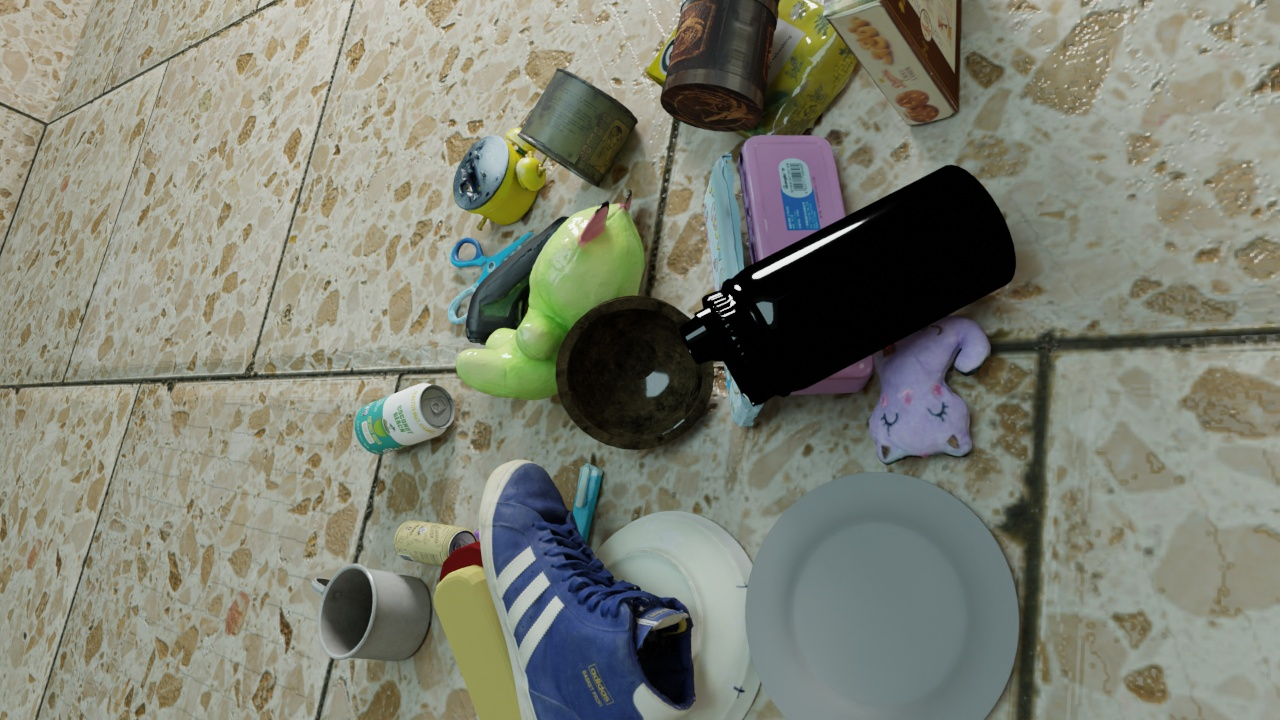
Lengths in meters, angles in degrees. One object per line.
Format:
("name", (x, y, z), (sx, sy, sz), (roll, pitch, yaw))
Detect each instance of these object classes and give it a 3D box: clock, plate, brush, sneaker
("clock", (-0.139, -0.191, 0.939), (0.119, 0.057, 0.083), (-37, 52, 24))
("plate", (0.007, 0.199, 0.676), (0.183, 0.034, 0.182), (-16, 63, 35))
("brush", (-0.109, 0.227, 0.713), (0.082, 0.041, 0.173), (-36, 74, 40))
("plate", (0.148, 0.160, 0.584), (0.179, 0.012, 0.178), (-15, 64, 32))
("sneaker", (-0.034, 0.154, 0.641), (0.119, 0.091, 0.232), (-33, 55, 32))

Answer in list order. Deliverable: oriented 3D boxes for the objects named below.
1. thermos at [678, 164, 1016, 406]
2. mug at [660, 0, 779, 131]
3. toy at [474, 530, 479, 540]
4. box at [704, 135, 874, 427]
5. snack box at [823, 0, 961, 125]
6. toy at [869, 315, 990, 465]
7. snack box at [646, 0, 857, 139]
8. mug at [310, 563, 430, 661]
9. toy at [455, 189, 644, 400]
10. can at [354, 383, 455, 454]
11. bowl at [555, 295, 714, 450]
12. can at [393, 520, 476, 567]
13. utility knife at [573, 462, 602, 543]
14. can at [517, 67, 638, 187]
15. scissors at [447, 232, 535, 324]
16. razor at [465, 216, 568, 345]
("thermos", (0.125, -0.041, 0.584), (0.198, 0.086, 0.086), (-27, 53, -2))
("mug", (0.057, -0.245, 0.734), (0.116, 0.080, 0.107), (-9, 68, 65))
("toy", (-0.100, 0.172, 0.761), (0.106, 0.055, 0.088), (-51, 55, 39))
("box", (0.107, -0.060, 0.701), (0.090, 0.091, 0.213), (-2, 65, -6))
("snack box", (0.181, -0.265, 0.641), (0.041, 0.143, 0.146), (-6, 69, 37))
("toy", (0.188, 0.017, 0.597), (0.080, 0.036, 0.099), (-10, 66, 27))
("snack box", (0.094, -0.257, 0.778), (0.121, 0.045, 0.181), (-53, 48, 11))
("mug", (-0.257, 0.232, 0.860), (0.113, 0.070, 0.084), (19, 86, 43))
("toy", (-0.061, -0.048, 0.785), (0.197, 0.150, 0.107), (-44, 93, 15))
("can", (-0.238, 0.059, 0.925), (0.102, 0.055, 0.054), (-19, 61, 34))
("bowl", (-0.004, 0.004, 0.727), (0.121, 0.121, 0.056), (-51, 9, 12))
("can", (-0.190, 0.171, 0.851), (0.080, 0.038, 0.038), (-2, 72, 40))
("utility knife", (-0.058, 0.166, 0.756), (0.022, 0.015, 0.166), (1, 72, 41))
("can", (-0.058, -0.218, 0.860), (0.090, 0.089, 0.074), (38, 98, 42))
("scissors", (-0.158, -0.104, 0.951), (0.140, 0.013, 0.118), (-36, 55, 27))
("razor", (-0.109, -0.072, 0.881), (0.151, 0.054, 0.067), (-46, 77, 7))
